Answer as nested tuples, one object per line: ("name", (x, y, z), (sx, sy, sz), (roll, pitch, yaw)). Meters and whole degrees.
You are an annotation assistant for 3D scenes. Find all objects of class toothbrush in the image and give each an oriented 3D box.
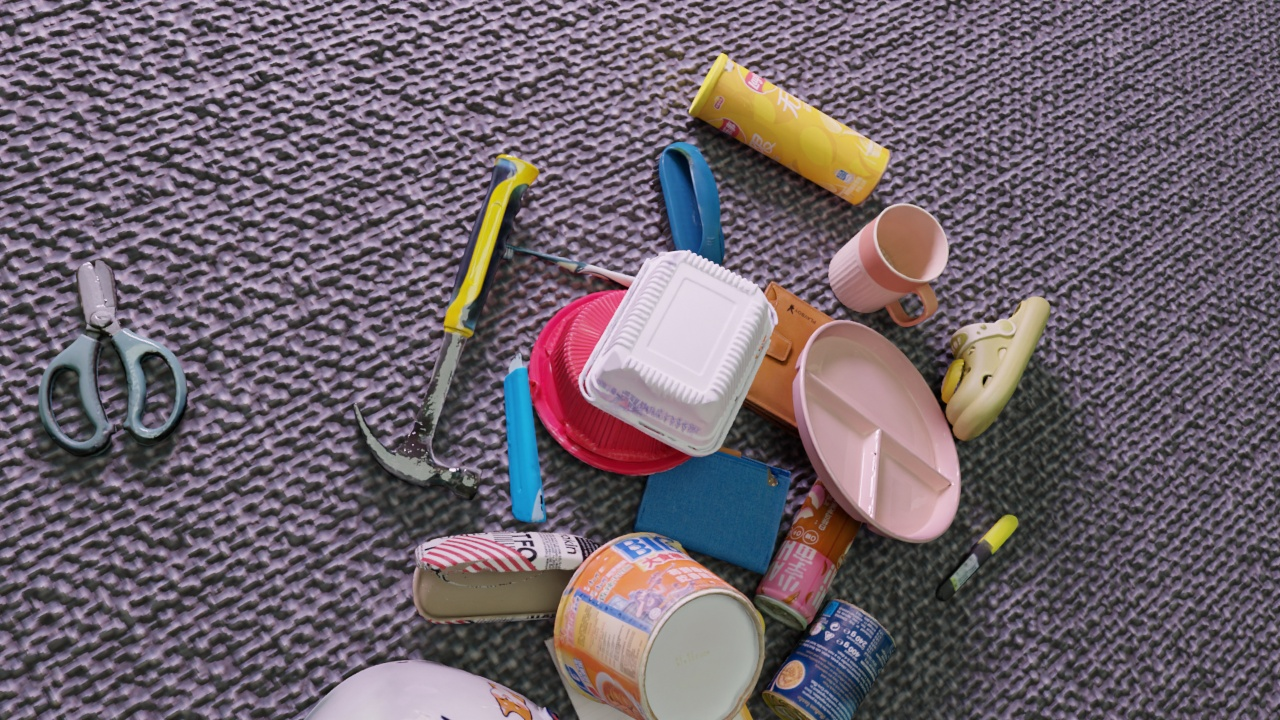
("toothbrush", (-0.061, -0.089, 0.907), (0.191, 0.016, 0.018), (14, 81, -11))

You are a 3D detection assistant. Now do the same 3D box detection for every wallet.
("wallet", (0.148, -0.001, 0.934), (0.108, 0.031, 0.131), (32, 67, -7))
("wallet", (0.068, 0.131, 0.866), (0.133, 0.040, 0.106), (18, 70, -2))

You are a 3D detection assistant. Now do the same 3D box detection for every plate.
("plate", (0.229, 0.069, 0.895), (0.229, 0.028, 0.229), (21, 54, -31))

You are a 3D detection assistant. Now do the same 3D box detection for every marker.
("marker", (0.344, 0.202, 0.940), (0.124, 0.015, 0.018), (-39, 87, -19))

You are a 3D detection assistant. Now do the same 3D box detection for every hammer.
("hammer", (-0.165, -0.044, 0.844), (0.126, 0.032, 0.322), (18, 74, -10))

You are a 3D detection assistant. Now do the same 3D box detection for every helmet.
("helmet", (-0.142, 0.351, 0.678), (0.274, 0.157, 0.229), (39, 68, -2))

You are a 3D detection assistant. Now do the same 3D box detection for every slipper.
("slipper", (0.366, 0.000, 0.976), (0.081, 0.092, 0.190), (30, 65, 20))

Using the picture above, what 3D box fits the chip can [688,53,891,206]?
("chip can", (0.160, -0.245, 0.987), (0.213, 0.072, 0.072), (28, 69, -8))

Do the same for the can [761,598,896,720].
("can", (0.172, 0.281, 0.833), (0.075, 0.075, 0.111), (42, 67, -1))

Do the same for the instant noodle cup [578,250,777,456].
("instant noodle cup", (0.041, -0.019, 0.801), (0.138, 0.060, 0.173), (27, 65, 4))

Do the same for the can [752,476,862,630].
("can", (0.165, 0.178, 0.870), (0.058, 0.058, 0.147), (36, 68, -4))

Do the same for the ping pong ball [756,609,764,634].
("ping pong ball", (0.094, 0.244, 0.840), (0.040, 0.040, 0.040), (4, 73, -15))

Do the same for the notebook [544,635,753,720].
("notebook", (0.021, 0.313, 0.815), (0.145, 0.010, 0.206), (-22, 81, -21))

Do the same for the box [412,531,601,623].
("box", (-0.113, 0.190, 0.789), (0.162, 0.076, 0.087), (-1, 103, -19))

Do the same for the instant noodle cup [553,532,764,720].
("instant noodle cup", (0.021, 0.226, 0.745), (0.151, 0.112, 0.151), (-4, 98, -32))

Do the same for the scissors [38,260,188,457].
("scissors", (-0.428, -0.007, 0.775), (0.129, 0.019, 0.185), (7, 74, -14))

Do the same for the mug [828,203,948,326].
("mug", (0.261, -0.089, 0.950), (0.081, 0.106, 0.114), (-26, 83, -21))

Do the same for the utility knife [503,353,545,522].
("utility knife", (-0.108, 0.070, 0.839), (0.018, 0.034, 0.159), (13, 65, -51))

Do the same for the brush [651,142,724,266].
("brush", (0.054, -0.156, 0.928), (0.055, 0.074, 0.143), (-6, 75, -22))

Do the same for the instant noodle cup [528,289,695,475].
("instant noodle cup", (-0.005, 0.005, 0.851), (0.193, 0.066, 0.193), (4, 63, -9))
